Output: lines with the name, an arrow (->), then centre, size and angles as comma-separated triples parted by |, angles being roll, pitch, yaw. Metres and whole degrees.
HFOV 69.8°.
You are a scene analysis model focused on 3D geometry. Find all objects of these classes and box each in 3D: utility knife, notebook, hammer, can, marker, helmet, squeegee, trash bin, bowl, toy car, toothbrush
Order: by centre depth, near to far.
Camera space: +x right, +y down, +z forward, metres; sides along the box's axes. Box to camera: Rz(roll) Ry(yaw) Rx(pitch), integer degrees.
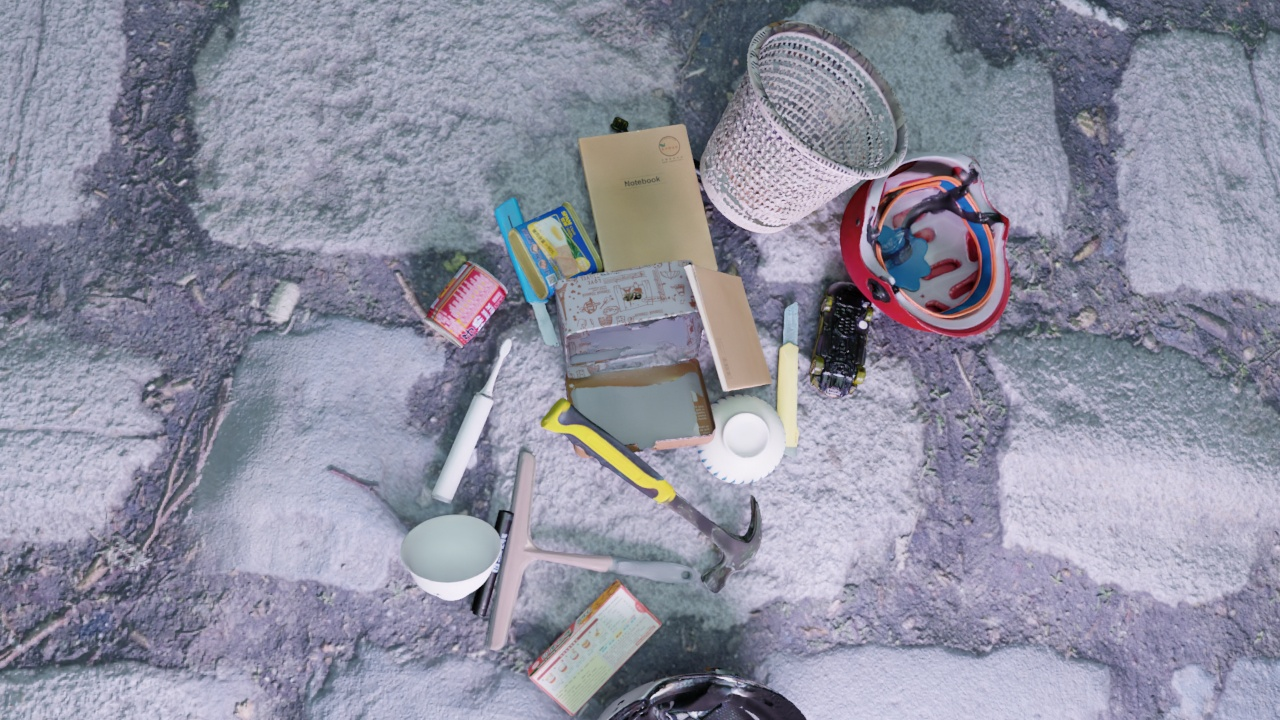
helmet -> 0.056, 0.473, 1.069 | 0.273, 0.157, 0.230 | -1, 81, -17
bowl -> -0.227, 0.248, 1.107 | 0.118, 0.118, 0.065 | 0, 122, -6
hammer -> 0.019, 0.150, 1.108 | 0.323, 0.032, 0.126 | 39, 97, -17
notebook -> 0.113, -0.039, 1.125 | 0.012, 0.211, 0.149 | -18, 84, 21
marker -> -0.184, 0.251, 1.139 | 0.022, 0.020, 0.132 | 12, 84, 26
trash bin -> 0.182, -0.269, 1.141 | 0.227, 0.193, 0.227 | 13, 59, -23
squeegee -> -0.050, 0.252, 1.146 | 0.249, 0.040, 0.247 | 9, 81, -5
can -> -0.221, -0.070, 1.156 | 0.066, 0.066, 0.093 | 37, 80, 0
toothbrush -> -0.209, 0.073, 1.158 | 0.026, 0.026, 0.220 | 27, 80, -29
bowl -> 0.130, 0.099, 1.166 | 0.116, 0.066, 0.116 | 0, 83, -1
can -> -0.110, -0.139, 1.172 | 0.083, 0.057, 0.102 | -28, 90, -20
helmet -> 0.357, -0.142, 1.190 | 0.206, 0.144, 0.240 | -28, 97, -17
utility knife -> -0.145, -0.112, 1.195 | 0.034, 0.018, 0.204 | -19, 86, -9
notebook -> 0.009, -0.202, 1.196 | 0.147, 0.008, 0.207 | -10, 81, -9
utility knife -> 0.197, 0.025, 1.211 | 0.031, 0.021, 0.206 | 3, 89, -7
toy car -> 0.266, -0.029, 1.214 | 0.070, 0.042, 0.158 | 14, 77, -4
toothbrush -> 0.054, -0.268, 1.232 | 0.212, 0.027, 0.026 | 30, 42, -1

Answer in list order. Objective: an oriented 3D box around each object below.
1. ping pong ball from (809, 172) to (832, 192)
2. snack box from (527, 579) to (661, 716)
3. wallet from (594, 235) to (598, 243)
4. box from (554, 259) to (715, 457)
ping pong ball -> 0.243, -0.236, 1.240 | 0.040, 0.040, 0.040 | 1, 82, -6
snack box -> -0.055, 0.351, 1.122 | 0.155, 0.027, 0.077 | -44, 104, -5
wallet -> -0.006, -0.199, 1.215 | 0.090, 0.033, 0.115 | 12, 80, -7
box -> -0.006, 0.008, 1.118 | 0.183, 0.157, 0.193 | -10, 62, -6
